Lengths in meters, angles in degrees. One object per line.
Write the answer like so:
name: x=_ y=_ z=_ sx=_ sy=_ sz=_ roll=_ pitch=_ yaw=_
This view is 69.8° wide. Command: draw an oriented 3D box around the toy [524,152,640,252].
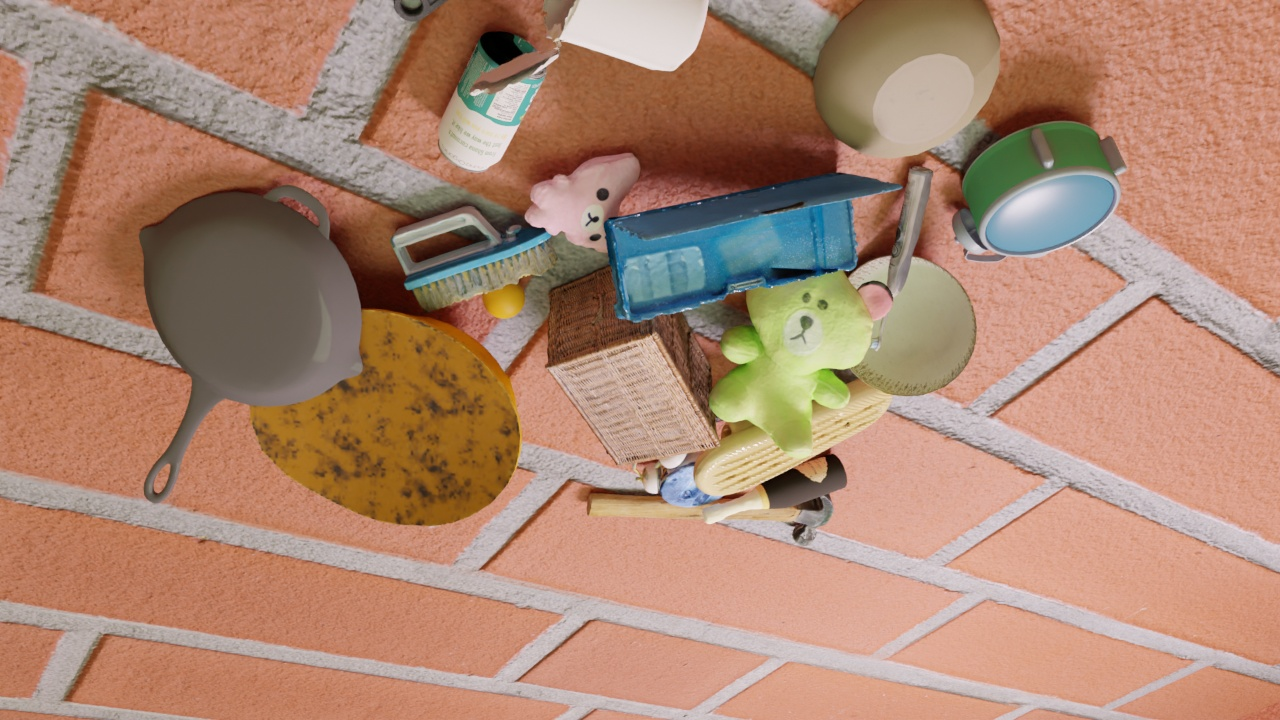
toy: x=-0.052 y=-0.134 z=0.788 sx=0.095 sy=0.052 sz=0.099 roll=-6 pitch=135 yaw=-26

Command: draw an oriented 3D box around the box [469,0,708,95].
box: x=-0.035 y=-0.227 z=0.641 sx=0.146 sy=0.084 sz=0.136 roll=11 pitch=106 yaw=-29

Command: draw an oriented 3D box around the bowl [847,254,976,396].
bowl: x=0.273 y=-0.040 z=0.924 sx=0.063 sy=0.145 sz=0.146 roll=-21 pitch=157 yaw=-51

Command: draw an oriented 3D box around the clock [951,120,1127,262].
clock: x=0.355 y=-0.145 z=0.846 sx=0.121 sy=0.075 sz=0.162 roll=2 pitch=149 yaw=-14

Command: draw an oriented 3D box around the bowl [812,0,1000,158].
bowl: x=0.221 y=-0.224 z=0.745 sx=0.152 sy=0.050 sz=0.153 roll=-5 pitch=138 yaw=-5

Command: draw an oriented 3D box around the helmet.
helmet: x=-0.224 y=0.039 z=0.886 sx=0.255 sy=0.131 sz=0.205 roll=13 pitch=108 yaw=5

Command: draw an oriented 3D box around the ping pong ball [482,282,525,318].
ping pong ball: x=-0.129 y=-0.060 z=0.868 sx=0.040 sy=0.040 sz=0.040 roll=-5 pitch=138 yaw=-5

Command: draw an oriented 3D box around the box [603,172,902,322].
box: x=0.096 y=-0.093 z=0.769 sx=0.231 sy=0.112 sz=0.094 roll=-13 pitch=108 yaw=-16

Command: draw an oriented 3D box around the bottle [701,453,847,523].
bottle: x=0.163 y=0.165 z=1.136 sx=0.184 sy=0.045 sz=0.045 roll=-17 pitch=139 yaw=-11

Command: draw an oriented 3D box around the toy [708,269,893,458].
toy: x=0.153 y=-0.015 z=0.911 sx=0.150 sy=0.107 sz=0.197 roll=28 pitch=99 yaw=0

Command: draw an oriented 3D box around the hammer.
hammer: x=0.095 y=0.191 z=1.194 sx=0.330 sy=0.033 sz=0.132 roll=4 pitch=138 yaw=-14

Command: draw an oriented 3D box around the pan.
pan: x=-0.373 y=0.001 z=0.810 sx=0.216 sy=0.024 sz=0.355 roll=33 pitch=111 yaw=-7

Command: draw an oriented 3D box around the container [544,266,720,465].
container: x=-0.006 y=0.005 z=0.909 sx=0.113 sy=0.113 sz=0.198 roll=-16 pitch=136 yaw=14

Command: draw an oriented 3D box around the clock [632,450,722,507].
clock: x=0.051 y=0.132 z=1.103 sx=0.125 sy=0.051 sz=0.089 roll=14 pitch=133 yaw=-24

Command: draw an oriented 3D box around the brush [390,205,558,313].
brush: x=-0.145 y=-0.099 z=0.815 sx=0.136 sy=0.055 sz=0.075 roll=-16 pitch=116 yaw=7

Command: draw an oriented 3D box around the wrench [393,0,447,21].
wrench: x=-0.061 y=-0.311 z=0.621 sx=0.274 sy=0.018 sz=0.073 roll=-26 pitch=145 yaw=20

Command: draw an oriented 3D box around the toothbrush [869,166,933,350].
toothbrush: x=0.246 y=-0.092 z=0.873 sx=0.024 sy=0.022 sz=0.186 roll=-2 pitch=119 yaw=-16

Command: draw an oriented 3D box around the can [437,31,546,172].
can: x=-0.116 y=-0.198 z=0.708 sx=0.055 sy=0.054 sz=0.102 roll=17 pitch=132 yaw=-26

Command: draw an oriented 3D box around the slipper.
slipper: x=0.164 y=0.070 z=1.044 sx=0.261 sy=0.079 sz=0.111 roll=-21 pitch=143 yaw=-15

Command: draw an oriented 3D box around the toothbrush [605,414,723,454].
toothbrush: x=0.037 y=0.082 z=1.077 sx=0.167 sy=0.013 sz=0.013 roll=-16 pitch=138 yaw=4
